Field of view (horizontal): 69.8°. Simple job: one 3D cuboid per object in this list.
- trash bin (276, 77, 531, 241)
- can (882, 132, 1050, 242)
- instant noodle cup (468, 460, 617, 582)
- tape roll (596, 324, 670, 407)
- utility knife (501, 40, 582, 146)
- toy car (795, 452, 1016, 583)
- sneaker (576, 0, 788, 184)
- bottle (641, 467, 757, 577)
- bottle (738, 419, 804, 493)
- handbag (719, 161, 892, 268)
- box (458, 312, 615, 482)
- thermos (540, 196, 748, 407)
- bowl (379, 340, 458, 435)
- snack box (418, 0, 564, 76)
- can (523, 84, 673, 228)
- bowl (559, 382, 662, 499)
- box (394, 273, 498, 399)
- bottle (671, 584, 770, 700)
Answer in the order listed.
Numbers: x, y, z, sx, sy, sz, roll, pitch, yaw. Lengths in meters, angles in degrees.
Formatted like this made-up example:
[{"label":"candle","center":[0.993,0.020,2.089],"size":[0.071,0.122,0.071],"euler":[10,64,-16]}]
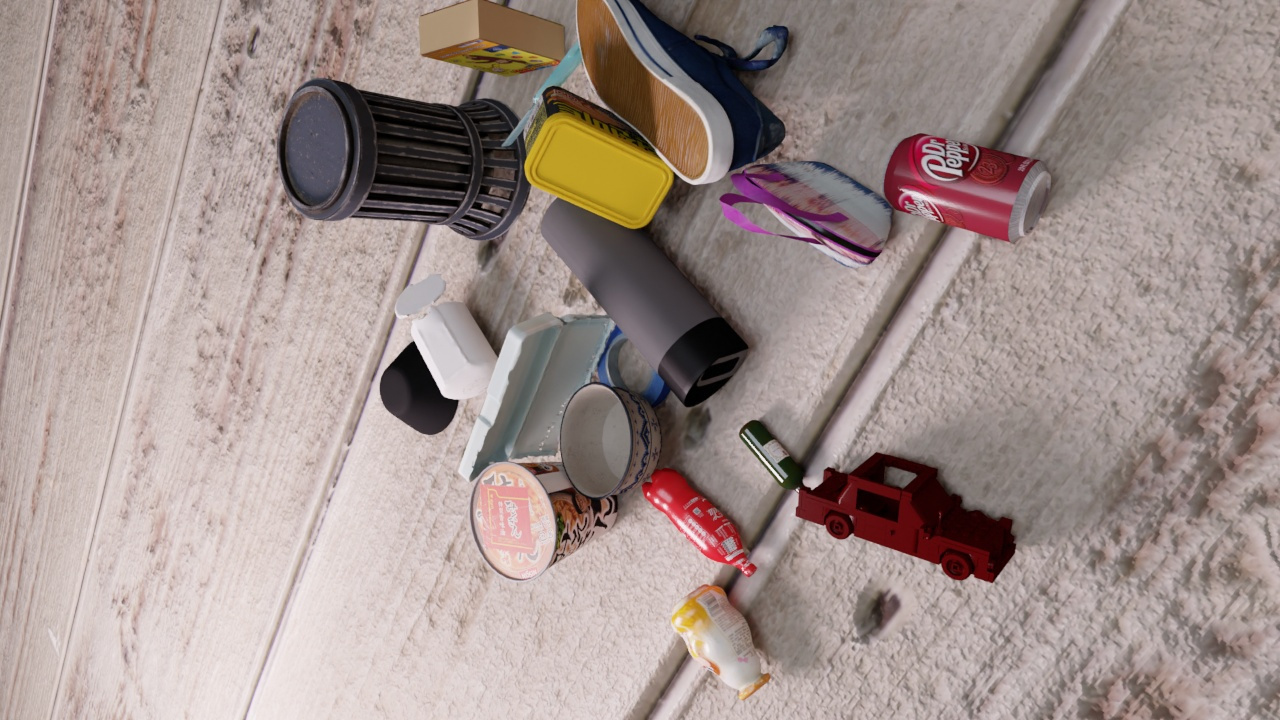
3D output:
[{"label":"trash bin","center":[-0.256,-0.216,0.993],"size":[0.164,0.226,0.164],"euler":[4,97,37]},{"label":"can","center":[0.253,-0.136,0.716],"size":[0.114,0.063,0.063],"euler":[25,109,33]},{"label":"instant noodle cup","center":[-0.094,0.159,0.972],"size":[0.124,0.121,0.123],"euler":[4,97,37]},{"label":"tape roll","center":[-0.006,0.006,0.956],"size":[0.093,0.016,0.091],"euler":[46,119,25]},{"label":"utility knife","center":[-0.094,-0.276,0.932],"size":[0.022,0.015,0.168],"euler":[17,61,28]},{"label":"toy car","center":[0.219,0.123,0.762],"size":[0.170,0.070,0.062],"euler":[14,115,36]},{"label":"sneaker","center":[0.039,-0.282,0.865],"size":[0.294,0.127,0.121],"euler":[54,149,32]},{"label":"bottle","center":[0.060,0.160,0.905],"size":[0.141,0.041,0.042],"euler":[42,117,27]},{"label":"bottle","center":[0.132,0.100,0.854],"size":[0.106,0.025,0.025],"euler":[50,121,23]},{"label":"handbag","center":[0.124,-0.123,0.748],"size":[0.144,0.169,0.068],"euler":[40,116,28]},{"label":"box","center":[-0.111,0.035,0.948],"size":[0.043,0.135,0.198],"euler":[45,127,27]},{"label":"thermos","center":[0.002,-0.068,0.902],"size":[0.240,0.082,0.082],"euler":[50,121,23]},{"label":"bowl","center":[-0.290,0.036,1.153],"size":[0.124,0.052,0.124],"euler":[4,97,37]},{"label":"snack box","center":[-0.155,-0.338,0.968],"size":[0.088,0.125,0.040],"euler":[1,95,37]},{"label":"can","center":[-0.044,-0.197,0.878],"size":[0.073,0.130,0.101],"euler":[-58,26,26]},{"label":"bowl","center":[-0.024,0.080,0.921],"size":[0.116,0.059,0.115],"euler":[-4,84,49]},{"label":"box","center":[-0.231,-0.035,1.081],"size":[0.081,0.091,0.161],"euler":[-38,68,13]},{"label":"bottle","center":[0.079,0.273,0.890],"size":[0.109,0.063,0.063],"euler":[52,121,20]}]
